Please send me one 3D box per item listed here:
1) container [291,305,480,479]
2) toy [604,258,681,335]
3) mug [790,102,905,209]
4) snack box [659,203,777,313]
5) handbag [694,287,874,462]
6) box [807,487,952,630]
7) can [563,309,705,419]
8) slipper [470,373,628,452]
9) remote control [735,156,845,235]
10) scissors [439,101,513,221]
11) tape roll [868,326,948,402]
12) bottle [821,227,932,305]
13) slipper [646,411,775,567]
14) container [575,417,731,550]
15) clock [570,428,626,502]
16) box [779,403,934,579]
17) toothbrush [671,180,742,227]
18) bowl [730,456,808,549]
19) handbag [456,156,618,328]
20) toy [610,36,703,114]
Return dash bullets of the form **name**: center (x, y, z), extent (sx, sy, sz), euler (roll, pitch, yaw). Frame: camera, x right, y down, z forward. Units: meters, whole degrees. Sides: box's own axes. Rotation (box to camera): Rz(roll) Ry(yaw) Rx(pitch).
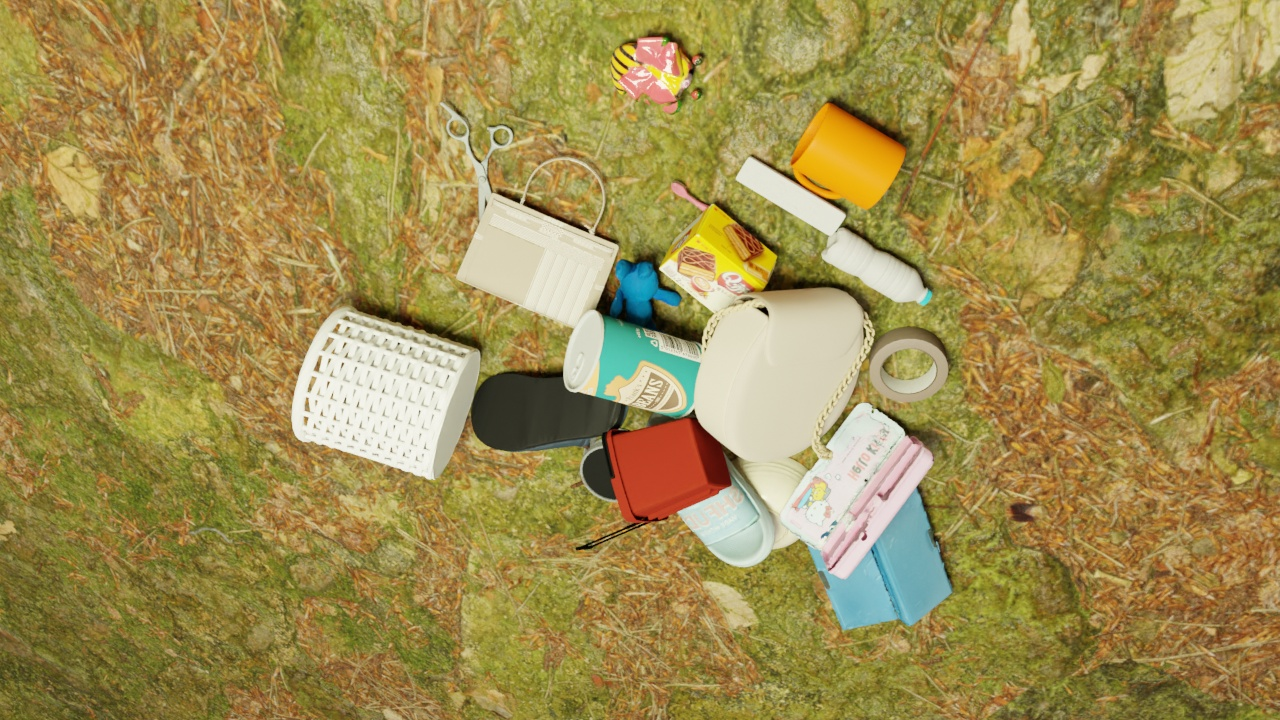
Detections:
- **container**: center (-0.332, 0.044, 1.221), extent (0.187, 0.188, 0.190), euler (18, 124, -1)
- **toy**: center (-0.009, -0.073, 1.140), extent (0.113, 0.070, 0.177), euler (4, 143, 8)
- **mug**: center (0.218, -0.214, 1.006), extent (0.096, 0.077, 0.113), euler (28, 152, -7)
- **snack box**: center (0.093, -0.115, 1.088), extent (0.105, 0.061, 0.084), euler (37, 140, -13)
- **handbag**: center (0.171, 0.020, 1.087), extent (0.210, 0.103, 0.209), euler (-7, 120, -35)
- **box**: center (0.333, 0.279, 1.274), extent (0.175, 0.060, 0.232), euler (-26, 117, 2)
- **can**: center (-0.007, 0.006, 1.109), extent (0.143, 0.099, 0.099), euler (16, 127, -25)
- **slipper**: center (-0.114, 0.072, 1.246), extent (0.266, 0.108, 0.083), euler (-6, 165, 33)
- **remote control**: center (0.173, -0.189, 1.054), extent (0.131, 0.012, 0.033), euler (31, 131, -1)
- **scissors**: center (-0.204, -0.233, 1.114), extent (0.130, 0.014, 0.153), euler (23, 123, -14)
- **tape roll**: center (0.333, 0.006, 1.142), extent (0.094, 0.030, 0.094), euler (6, 124, 9)
- **bottle**: center (0.279, -0.106, 1.074), extent (0.136, 0.044, 0.044), euler (29, 124, -7)
- **slipper**: center (0.082, 0.172, 1.231), extent (0.104, 0.074, 0.245), euler (-38, 79, 30)
- **container**: center (-0.001, 0.150, 1.157), extent (0.201, 0.148, 0.127), euler (-21, 75, 17)
- **clock**: center (-0.022, 0.152, 1.302), extent (0.148, 0.056, 0.104), euler (10, 115, 11)
- **box**: center (0.270, 0.163, 1.176), extent (0.101, 0.111, 0.201), euler (34, 100, -1)
- **toothbrush**: center (0.090, -0.171, 1.093), extent (0.135, 0.016, 0.022), euler (36, 123, -14)
- **bowl**: center (0.175, 0.210, 1.285), extent (0.151, 0.075, 0.151), euler (6, 124, 9)
- **handbag**: center (-0.110, -0.156, 1.123), extent (0.175, 0.062, 0.198), euler (23, 119, -4)
- **toy**: center (0.015, -0.314, 1.000), extent (0.103, 0.046, 0.084), euler (11, 138, 11)
